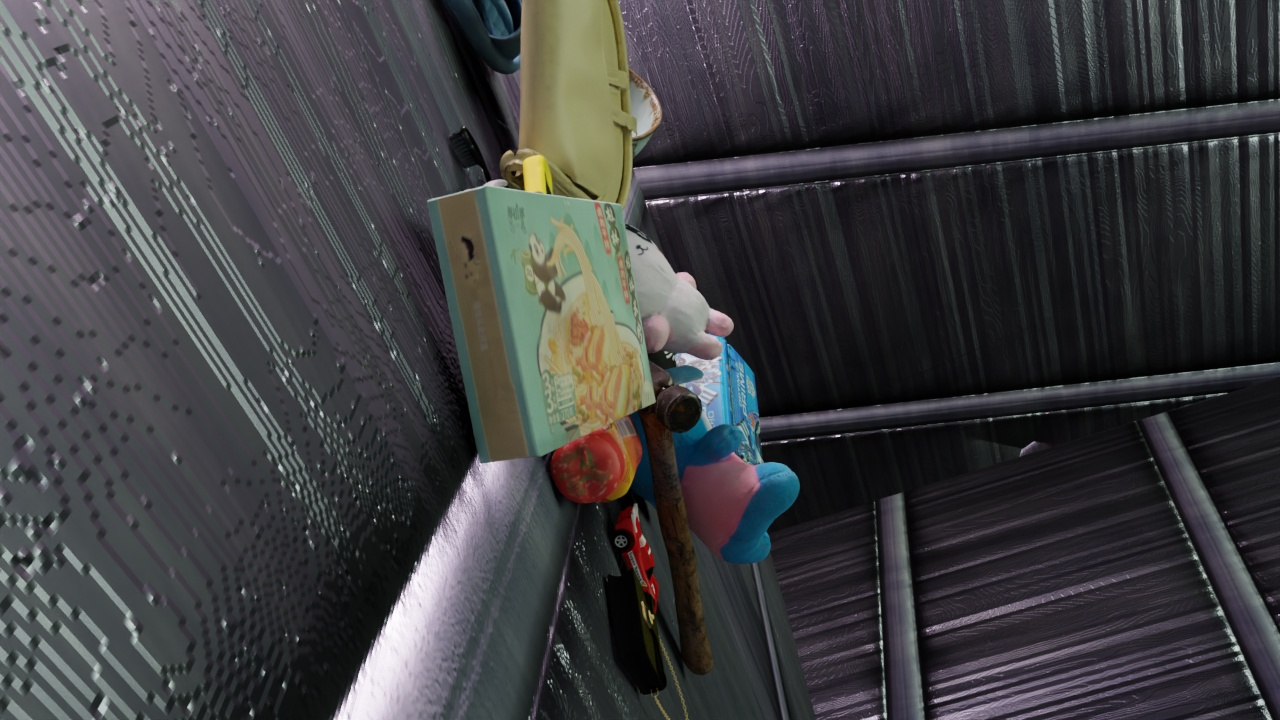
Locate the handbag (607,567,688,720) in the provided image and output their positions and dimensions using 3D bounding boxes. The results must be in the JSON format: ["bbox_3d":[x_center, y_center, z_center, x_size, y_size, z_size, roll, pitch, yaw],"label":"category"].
[{"bbox_3d":[0.016,0.237,0.708,0.084,0.027,0.178,-102,172,-48],"label":"handbag"}]

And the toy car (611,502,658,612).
[{"bbox_3d":[-0.001,0.166,0.755,0.038,0.025,0.089,-62,133,-81],"label":"toy car"}]

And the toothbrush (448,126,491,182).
[{"bbox_3d":[-0.104,-0.097,0.705,0.014,0.017,0.188,-96,170,-46],"label":"toothbrush"}]

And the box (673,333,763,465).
[{"bbox_3d":[0.094,0.093,1.189,0.114,0.114,0.242,63,21,-52],"label":"box"}]

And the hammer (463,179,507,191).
[{"bbox_3d":[-0.068,-0.022,0.713,0.311,0.029,0.124,62,12,-59],"label":"hammer"}]

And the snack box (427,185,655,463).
[{"bbox_3d":[-0.050,-0.027,0.559,0.193,0.044,0.141,-17,98,-69],"label":"snack box"}]

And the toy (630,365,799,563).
[{"bbox_3d":[0.050,0.112,0.863,0.191,0.098,0.225,36,-36,25],"label":"toy"}]

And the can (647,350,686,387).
[{"bbox_3d":[-0.005,0.005,0.927,0.080,0.080,0.146,-101,170,-49],"label":"can"}]

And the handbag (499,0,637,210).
[{"bbox_3d":[-0.064,-0.242,0.824,0.190,0.089,0.233,-25,118,-75],"label":"handbag"}]

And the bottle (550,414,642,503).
[{"bbox_3d":[-0.031,0.068,0.674,0.134,0.048,0.071,-40,111,-83],"label":"bottle"}]

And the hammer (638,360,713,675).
[{"bbox_3d":[0.026,0.145,0.801,0.120,0.033,0.331,37,-36,52],"label":"hammer"}]

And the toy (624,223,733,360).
[{"bbox_3d":[-0.004,-0.055,0.815,0.138,0.179,0.102,-53,166,-53],"label":"toy"}]

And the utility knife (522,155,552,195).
[{"bbox_3d":[-0.071,-0.092,0.660,0.029,0.020,0.173,67,10,-46],"label":"utility knife"}]

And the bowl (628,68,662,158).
[{"bbox_3d":[-0.066,-0.268,1.033,0.094,0.159,0.159,-56,-142,44],"label":"bowl"}]

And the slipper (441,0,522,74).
[{"bbox_3d":[-0.142,-0.332,0.831,0.213,0.059,0.104,-4,73,-82],"label":"slipper"}]

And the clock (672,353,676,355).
[{"bbox_3d":[-0.008,-0.061,1.000,0.158,0.059,0.116,46,30,-33],"label":"clock"}]
